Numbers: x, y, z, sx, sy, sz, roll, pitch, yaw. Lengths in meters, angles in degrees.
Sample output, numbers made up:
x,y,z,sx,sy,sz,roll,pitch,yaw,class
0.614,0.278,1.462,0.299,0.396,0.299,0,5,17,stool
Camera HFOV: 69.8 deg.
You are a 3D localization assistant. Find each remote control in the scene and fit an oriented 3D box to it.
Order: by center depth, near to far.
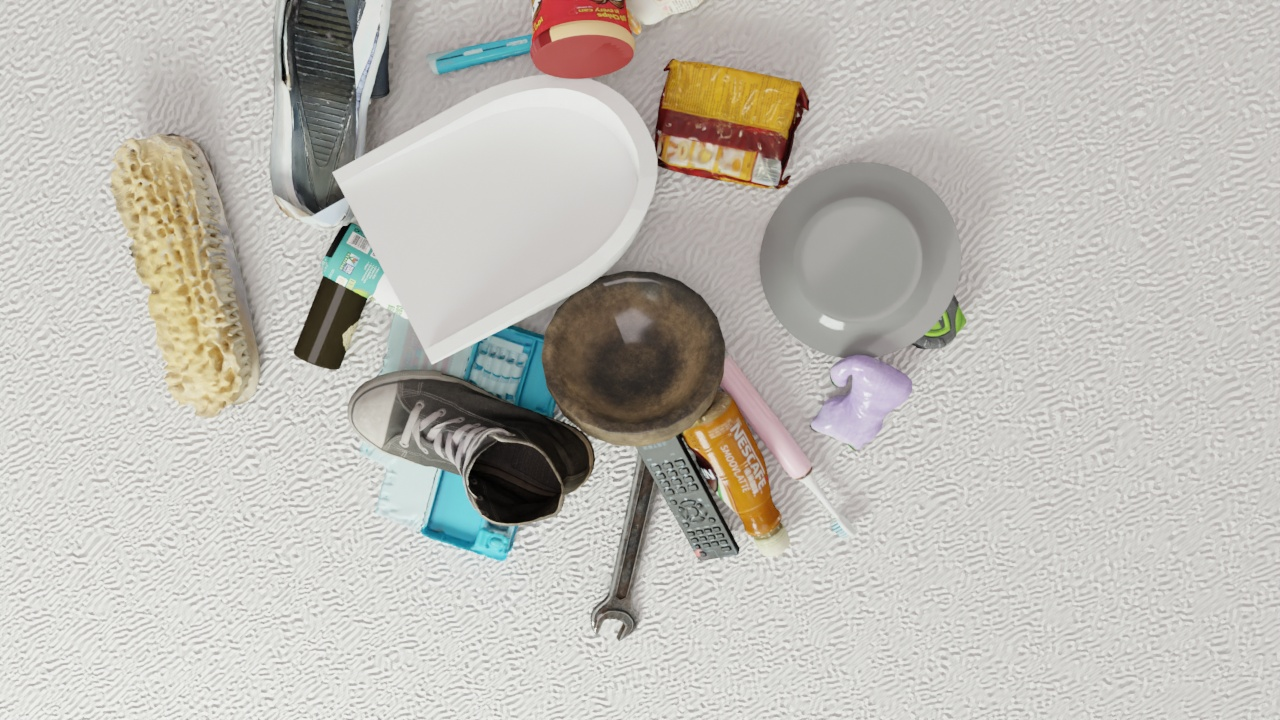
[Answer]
x,y,z,sx,sy,sz,roll,pitch,yaw,class
0.047,0.128,0.882,0.047,0.022,0.150,-15,114,28,remote control

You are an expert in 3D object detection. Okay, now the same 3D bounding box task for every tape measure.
x,y,z,sx,sy,sz,roll,pitch,yaw,class
0.263,-0.042,0.846,0.058,0.036,0.065,-25,94,-1,tape measure

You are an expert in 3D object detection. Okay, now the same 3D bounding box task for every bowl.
x,y,z,sx,sy,sz,roll,pitch,yaw,class
-0.005,0.005,0.830,0.162,0.070,0.162,-2,65,3,bowl

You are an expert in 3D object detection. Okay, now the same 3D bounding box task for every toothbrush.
x,y,z,sx,sy,sz,roll,pitch,yaw,class
0.137,0.084,0.881,0.027,0.027,0.222,-33,97,42,toothbrush

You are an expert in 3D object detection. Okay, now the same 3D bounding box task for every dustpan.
x,y,z,sx,sy,sz,roll,pitch,yaw,class
-0.111,-0.143,0.804,0.257,0.053,0.191,-27,85,-10,dustpan

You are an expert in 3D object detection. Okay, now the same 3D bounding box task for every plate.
x,y,z,sx,sy,sz,roll,pitch,yaw,class
0.196,-0.090,0.832,0.179,0.012,0.178,1,93,17,plate

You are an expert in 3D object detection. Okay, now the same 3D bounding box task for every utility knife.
x,y,z,sx,sy,sz,roll,pitch,yaw,class
-0.128,-0.288,0.845,0.141,0.015,0.022,-12,73,5,utility knife

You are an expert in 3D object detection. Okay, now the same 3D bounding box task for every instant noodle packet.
x,y,z,sx,sy,sz,roll,pitch,yaw,class
0.080,-0.212,0.829,0.135,0.039,0.098,12,101,4,instant noodle packet

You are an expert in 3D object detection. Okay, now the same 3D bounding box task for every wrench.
x,y,z,sx,sy,sz,roll,pitch,yaw,class
-0.002,0.152,0.900,0.070,0.010,0.273,7,103,-26,wrench

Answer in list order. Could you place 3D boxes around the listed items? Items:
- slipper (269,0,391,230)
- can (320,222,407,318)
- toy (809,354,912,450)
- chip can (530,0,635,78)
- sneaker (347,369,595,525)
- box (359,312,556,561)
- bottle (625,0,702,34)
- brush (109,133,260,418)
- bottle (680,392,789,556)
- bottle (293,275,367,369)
x,y,z,sx,sy,sz,roll,pitch,yaw,class
-0.278,-0.252,0.841,0.111,0.063,0.264,17,109,11,slipper
-0.235,-0.080,0.839,0.101,0.055,0.055,29,101,-18,can
0.200,0.037,0.852,0.080,0.036,0.100,26,126,-10,toy
-0.057,-0.354,0.767,0.087,0.087,0.213,-6,85,5,chip can
-0.163,0.077,0.823,0.235,0.119,0.095,22,99,3,sneaker
-0.183,0.065,0.899,0.181,0.039,0.227,18,101,2,box
0.028,-0.333,0.800,0.109,0.063,0.063,-39,95,10,bottle
-0.434,-0.081,0.884,0.083,0.056,0.271,-9,99,7,brush
0.095,0.112,0.875,0.059,0.059,0.167,-26,105,8,bottle
-0.277,-0.084,0.878,0.045,0.045,0.184,23,94,0,bottle
